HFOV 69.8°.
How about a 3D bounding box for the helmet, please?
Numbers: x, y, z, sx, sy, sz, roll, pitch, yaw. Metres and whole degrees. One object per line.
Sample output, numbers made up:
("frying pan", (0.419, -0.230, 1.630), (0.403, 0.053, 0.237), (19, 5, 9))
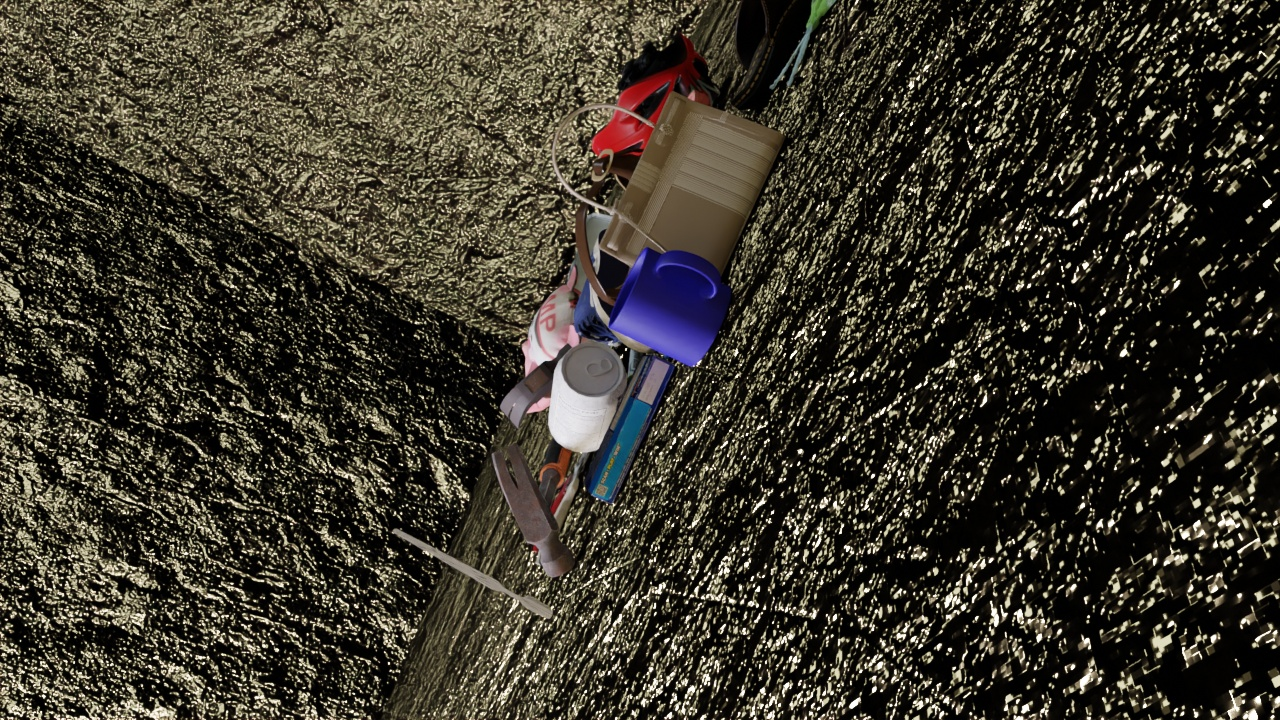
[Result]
("helmet", (0.022, -0.414, 1.530), (0.217, 0.167, 0.273), (-53, 10, -25))

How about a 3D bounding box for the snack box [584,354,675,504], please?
("snack box", (-0.013, 0.066, 0.922), (0.150, 0.027, 0.082), (-66, 10, -1))

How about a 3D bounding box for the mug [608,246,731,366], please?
("mug", (0.031, -0.055, 0.810), (0.111, 0.083, 0.079), (-52, 16, 54))

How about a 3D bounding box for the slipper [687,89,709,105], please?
("slipper", (0.063, -0.188, 1.059), (0.104, 0.059, 0.248), (143, 136, -74))

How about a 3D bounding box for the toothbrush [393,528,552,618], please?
("toothbrush", (-0.169, 0.214, 0.928), (0.010, 0.181, 0.010), (-60, 6, 1))

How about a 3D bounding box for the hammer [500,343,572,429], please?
("hammer", (-0.100, 0.040, 1.180), (0.115, 0.033, 0.323), (-43, -8, 2))

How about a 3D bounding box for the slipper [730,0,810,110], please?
("slipper", (0.158, -0.425, 1.091), (0.267, 0.075, 0.113), (-66, 10, -6))

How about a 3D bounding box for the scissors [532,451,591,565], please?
("scissors", (-0.094, 0.171, 1.143), (0.188, 0.015, 0.178), (-57, 11, 40))

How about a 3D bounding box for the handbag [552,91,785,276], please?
("handbag", (0.011, -0.176, 0.882), (0.175, 0.198, 0.062), (-65, 9, -1))

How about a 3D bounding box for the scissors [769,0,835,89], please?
("scissors", (0.184, -0.361, 0.969), (0.168, 0.023, 0.171), (-30, 37, 64))

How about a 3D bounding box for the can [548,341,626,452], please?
("can", (-0.059, 0.042, 1.013), (0.136, 0.078, 0.078), (106, -177, -60))

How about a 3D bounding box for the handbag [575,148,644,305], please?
("handbag", (-0.004, -0.134, 0.933), (0.063, 0.138, 0.166), (11, 103, 47))

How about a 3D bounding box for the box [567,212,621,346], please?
("box", (-0.065, -0.127, 1.341), (0.106, 0.125, 0.215), (40, -116, -55))

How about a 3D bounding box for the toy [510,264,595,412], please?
("toy", (-0.113, -0.020, 1.240), (0.214, 0.084, 0.141), (121, 163, -50))

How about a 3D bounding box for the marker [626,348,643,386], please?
("marker", (-0.006, 0.006, 1.073), (0.017, 0.017, 0.146), (-61, 10, 24))

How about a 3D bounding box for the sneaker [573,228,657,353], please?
("sneaker", (-0.031, -0.044, 1.060), (0.232, 0.091, 0.119), (-105, 31, -50))

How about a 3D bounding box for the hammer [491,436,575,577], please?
("hammer", (-0.106, 0.115, 1.062), (0.035, 0.138, 0.314), (-24, 14, 8))

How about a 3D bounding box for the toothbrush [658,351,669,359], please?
("toothbrush", (0.057, -0.078, 0.947), (0.166, 0.014, 0.016), (-66, 9, -10))
